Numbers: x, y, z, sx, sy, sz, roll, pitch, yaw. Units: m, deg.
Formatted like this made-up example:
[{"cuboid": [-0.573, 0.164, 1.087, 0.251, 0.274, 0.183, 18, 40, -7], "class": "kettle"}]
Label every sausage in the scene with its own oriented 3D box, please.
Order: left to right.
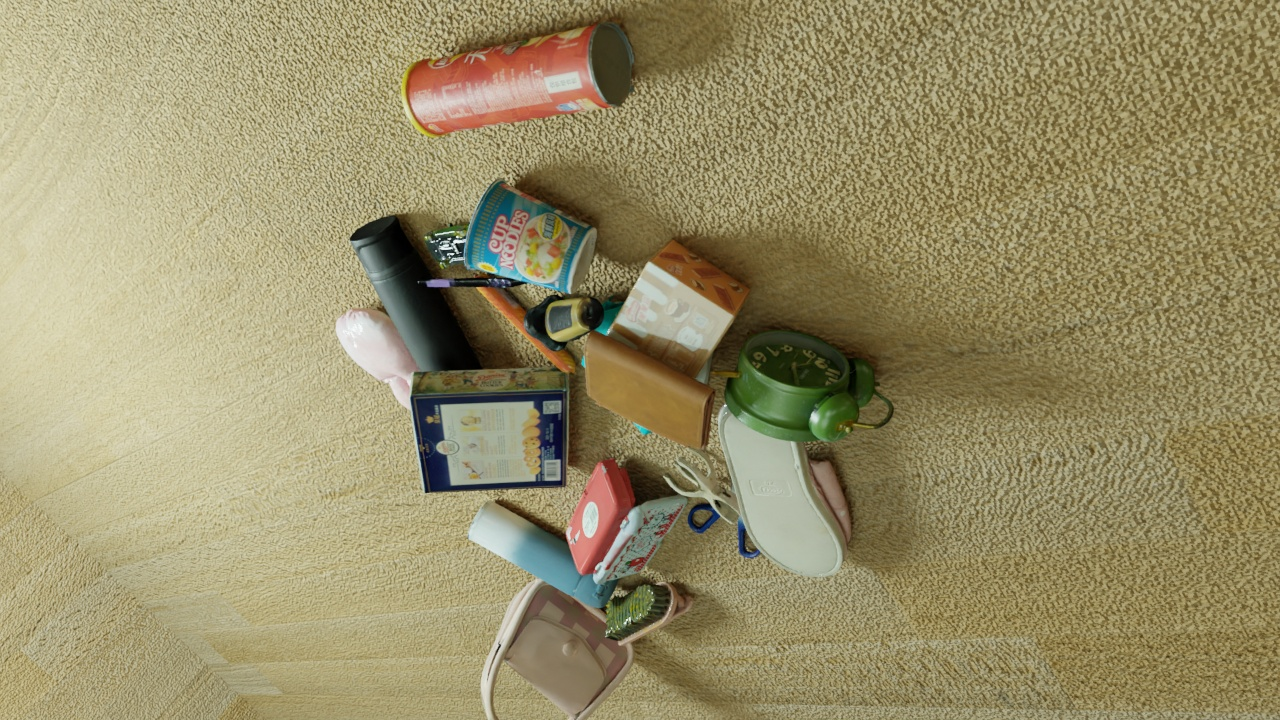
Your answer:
[{"cuboid": [-0.131, -0.041, 1.046, 0.165, 0.021, 0.022, 45, 137, -10], "class": "sausage"}]

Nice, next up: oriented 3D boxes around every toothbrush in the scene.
[{"cuboid": [-0.163, -0.084, 1.008, 0.189, 0.016, 0.014, 1, 129, 18], "class": "toothbrush"}]

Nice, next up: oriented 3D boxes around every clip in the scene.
[{"cuboid": [0.069, 0.150, 1.069, 0.087, 0.034, 0.104, -28, 103, 44], "class": "clip"}]

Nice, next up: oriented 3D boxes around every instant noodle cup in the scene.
[{"cuboid": [-0.105, -0.118, 0.917, 0.110, 0.099, 0.099, 20, 136, 6], "class": "instant noodle cup"}]

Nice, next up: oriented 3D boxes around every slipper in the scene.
[{"cuboid": [0.156, 0.134, 0.988, 0.114, 0.054, 0.274, -6, 128, 29], "class": "slipper"}]

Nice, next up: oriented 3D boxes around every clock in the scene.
[{"cuboid": [0.155, 0.026, 0.855, 0.161, 0.115, 0.056, 21, 125, 20], "class": "clock"}]

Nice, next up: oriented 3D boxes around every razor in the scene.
[{"cuboid": [-0.075, -0.042, 0.933, 0.168, 0.067, 0.062, 177, 93, -72], "class": "razor"}]

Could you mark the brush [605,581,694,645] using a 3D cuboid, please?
[{"cuboid": [0.011, 0.349, 1.276, 0.073, 0.063, 0.146, 20, 142, -26], "class": "brush"}]

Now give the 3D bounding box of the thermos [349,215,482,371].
[{"cuboid": [-0.263, -0.055, 1.097, 0.090, 0.068, 0.243, 23, 142, 55], "class": "thermos"}]

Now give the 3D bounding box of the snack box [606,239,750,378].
[{"cuboid": [0.037, -0.046, 0.877, 0.094, 0.076, 0.093, 33, 120, 3], "class": "snack box"}]

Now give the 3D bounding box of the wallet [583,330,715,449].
[{"cuboid": [0.007, 0.037, 0.880, 0.131, 0.035, 0.119, 26, 152, 17], "class": "wallet"}]

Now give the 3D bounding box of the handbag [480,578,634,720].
[{"cuboid": [-0.135, 0.451, 1.327, 0.193, 0.233, 0.094, 41, 139, -5], "class": "handbag"}]

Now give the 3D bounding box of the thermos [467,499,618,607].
[{"cuboid": [-0.137, 0.277, 1.301, 0.220, 0.070, 0.070, 27, 137, 9], "class": "thermos"}]

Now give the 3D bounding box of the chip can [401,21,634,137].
[{"cuboid": [-0.113, -0.247, 0.815, 0.217, 0.073, 0.073, 1, 127, 33], "class": "chip can"}]

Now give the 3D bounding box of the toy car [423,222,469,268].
[{"cuboid": [-0.196, -0.128, 1.000, 0.091, 0.036, 0.043, -4, 126, 34], "class": "toy car"}]

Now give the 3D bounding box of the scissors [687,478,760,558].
[{"cuboid": [0.108, 0.174, 1.091, 0.163, 0.012, 0.162, -8, 120, 37], "class": "scissors"}]

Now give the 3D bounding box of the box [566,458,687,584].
[{"cuboid": [-0.023, 0.204, 1.182, 0.095, 0.100, 0.202, 65, 149, 30], "class": "box"}]

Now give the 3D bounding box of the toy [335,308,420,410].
[{"cuboid": [-0.324, -0.002, 1.182, 0.122, 0.054, 0.159, -13, 119, 48], "class": "toy"}]

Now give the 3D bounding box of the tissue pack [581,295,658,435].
[{"cuboid": [-0.006, 0.006, 0.964, 0.133, 0.050, 0.093, 47, 144, 21], "class": "tissue pack"}]

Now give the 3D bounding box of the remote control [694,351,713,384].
[{"cuboid": [0.048, 0.012, 0.976, 0.049, 0.024, 0.125, 21, 136, 17], "class": "remote control"}]

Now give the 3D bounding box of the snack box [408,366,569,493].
[{"cuboid": [-0.179, 0.087, 1.110, 0.182, 0.045, 0.178, -1, 134, -7], "class": "snack box"}]
